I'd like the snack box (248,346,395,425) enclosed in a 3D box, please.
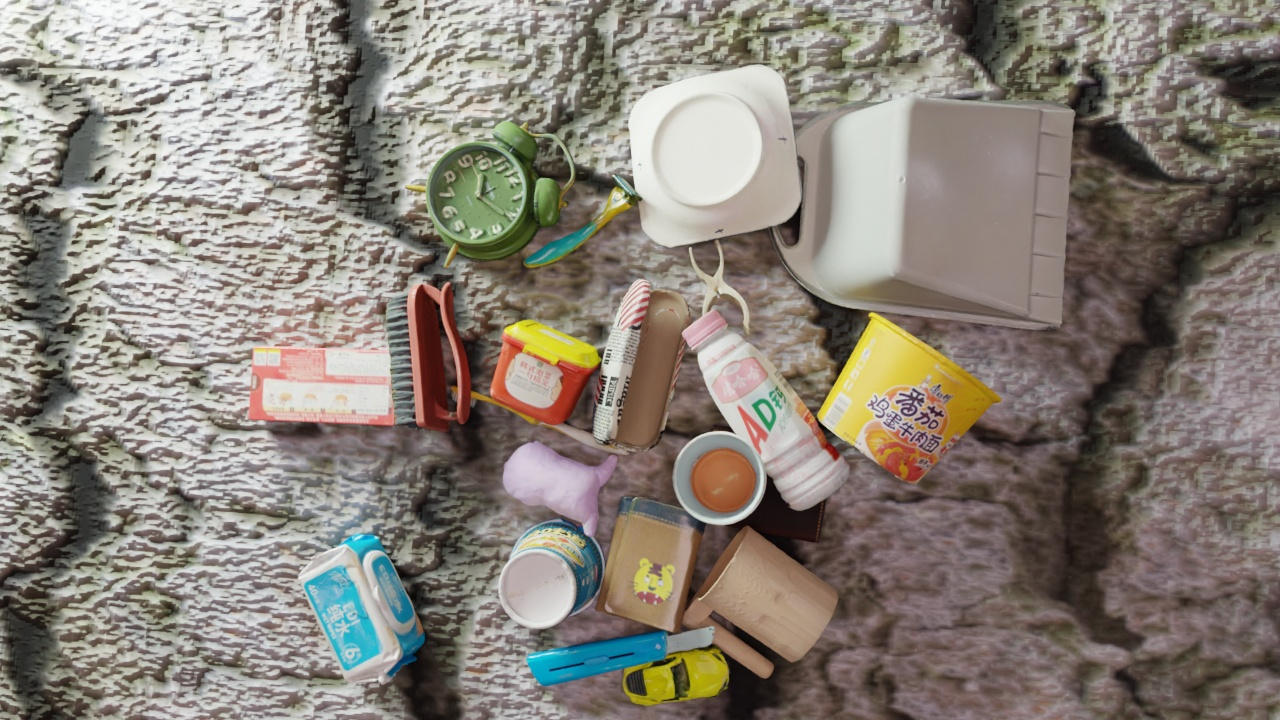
[{"bbox_3d":[-0.316,0.025,0.927,0.153,0.025,0.075,2,88,5],"label":"snack box"}]

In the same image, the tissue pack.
[{"bbox_3d":[-0.262,0.237,0.881,0.063,0.090,0.140,-27,85,3],"label":"tissue pack"}]

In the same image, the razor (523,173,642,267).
[{"bbox_3d":[-0.060,-0.131,0.912,0.132,0.028,0.043,-37,55,0],"label":"razor"}]

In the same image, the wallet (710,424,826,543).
[{"bbox_3d":[0.121,0.119,0.891,0.122,0.020,0.096,10,83,6],"label":"wallet"}]

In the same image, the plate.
[{"bbox_3d":[0.067,-0.200,0.884,0.164,0.034,0.164,-10,84,17],"label":"plate"}]

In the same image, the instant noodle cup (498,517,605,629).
[{"bbox_3d":[-0.087,0.203,0.858,0.099,0.110,0.099,0,87,5],"label":"instant noodle cup"}]

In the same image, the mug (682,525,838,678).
[{"bbox_3d":[0.109,0.233,0.863,0.103,0.084,0.125,35,115,4],"label":"mug"}]

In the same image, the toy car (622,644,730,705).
[{"bbox_3d":[0.033,0.302,0.877,0.105,0.032,0.048,-14,86,15],"label":"toy car"}]

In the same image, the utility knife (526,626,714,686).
[{"bbox_3d":[-0.018,0.280,0.878,0.191,0.018,0.034,-16,86,14],"label":"utility knife"}]

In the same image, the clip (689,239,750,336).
[{"bbox_3d":[0.089,-0.068,0.896,0.083,0.035,0.104,-1,79,8],"label":"clip"}]

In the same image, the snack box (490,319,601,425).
[{"bbox_3d":[-0.095,0.013,0.884,0.091,0.082,0.080,24,99,6],"label":"snack box"}]

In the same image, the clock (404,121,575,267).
[{"bbox_3d":[-0.141,-0.167,0.906,0.161,0.056,0.116,-28,87,3],"label":"clock"}]

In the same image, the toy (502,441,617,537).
[{"bbox_3d":[-0.082,0.116,0.898,0.108,0.039,0.083,18,71,9],"label":"toy"}]

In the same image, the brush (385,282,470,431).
[{"bbox_3d":[-0.205,-0.005,0.898,0.069,0.063,0.145,-10,79,9],"label":"brush"}]

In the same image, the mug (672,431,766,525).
[{"bbox_3d":[0.073,0.107,0.827,0.078,0.123,0.078,-1,82,7],"label":"mug"}]

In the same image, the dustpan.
[{"bbox_3d":[0.267,-0.149,0.896,0.257,0.143,0.222,6,88,-24],"label":"dustpan"}]

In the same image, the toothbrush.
[{"bbox_3d":[-0.102,0.063,0.913,0.191,0.016,0.018,20,100,6],"label":"toothbrush"}]

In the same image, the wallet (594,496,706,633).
[{"bbox_3d":[0.009,0.192,0.874,0.090,0.033,0.115,10,79,20],"label":"wallet"}]

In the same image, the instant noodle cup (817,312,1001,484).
[{"bbox_3d":[0.236,0.039,0.833,0.138,0.138,0.110,34,98,5],"label":"instant noodle cup"}]

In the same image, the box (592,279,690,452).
[{"bbox_3d":[-0.009,0.004,0.873,0.076,0.087,0.163,14,88,22],"label":"box"}]

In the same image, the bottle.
[{"bbox_3d":[0.110,0.043,0.846,0.068,0.068,0.197,-37,88,2],"label":"bottle"}]
